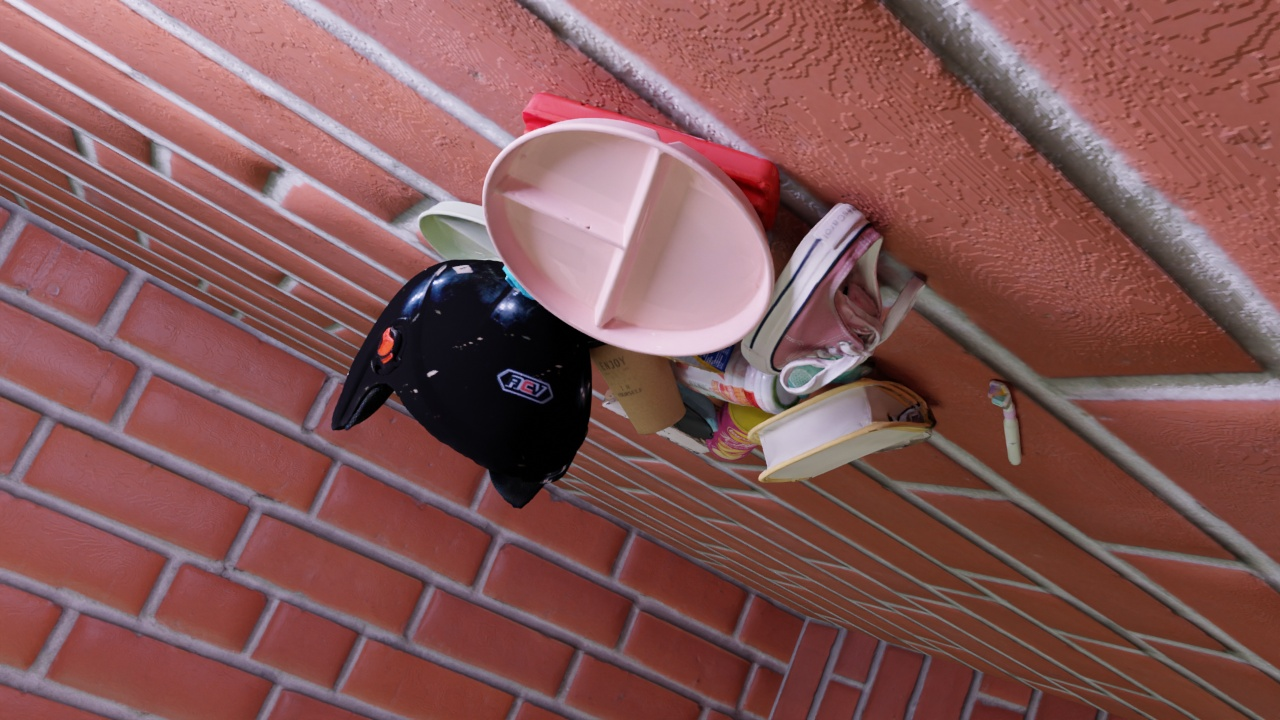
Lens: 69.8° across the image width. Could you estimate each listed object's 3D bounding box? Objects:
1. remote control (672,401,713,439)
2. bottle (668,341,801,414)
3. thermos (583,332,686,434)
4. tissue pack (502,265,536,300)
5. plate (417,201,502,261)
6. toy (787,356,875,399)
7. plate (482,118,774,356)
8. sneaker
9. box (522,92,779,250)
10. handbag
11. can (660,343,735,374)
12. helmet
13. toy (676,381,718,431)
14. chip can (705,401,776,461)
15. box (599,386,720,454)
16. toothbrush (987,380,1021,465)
[{"bbox_3d":[0.031,0.053,1.087,0.136,0.024,0.053,38,160,31],"label":"remote control"},{"bbox_3d":[0.088,0.009,1.011,0.197,0.068,0.068,14,162,47],"label":"bottle"},{"bbox_3d":[-0.006,0.006,1.006,0.093,0.092,0.143,0,118,57],"label":"thermos"},{"bbox_3d":[-0.049,-0.093,0.824,0.134,0.093,0.050,13,154,33],"label":"tissue pack"},{"bbox_3d":[-0.141,-0.110,1.032,0.230,0.027,0.230,23,165,6],"label":"plate"},{"bbox_3d":[0.179,0.003,0.896,0.092,0.030,0.096,-12,139,29],"label":"toy"},{"bbox_3d":[-0.009,-0.087,0.687,0.229,0.028,0.230,16,144,12],"label":"plate"},{"bbox_3d":[0.147,-0.031,0.721,0.088,0.118,0.241,43,162,11],"label":"sneaker"},{"bbox_3d":[0.006,-0.121,0.708,0.201,0.063,0.160,20,144,14],"label":"box"},{"bbox_3d":[0.221,0.075,0.958,0.178,0.063,0.164,9,151,-44],"label":"handbag"},{"bbox_3d":[0.030,-0.030,0.923,0.148,0.049,0.074,18,-171,-27],"label":"can"},{"bbox_3d":[-0.158,0.016,0.917,0.233,0.230,0.275,27,180,-30],"label":"helmet"},{"bbox_3d":[0.043,0.036,1.154,0.156,0.050,0.161,44,177,23],"label":"toy"},{"bbox_3d":[0.130,0.079,1.162,0.071,0.071,0.211,24,165,2],"label":"chip can"},{"bbox_3d":[0.029,0.067,1.300,0.184,0.063,0.090,30,163,-13],"label":"box"},{"bbox_3d":[0.353,0.066,0.879,0.020,0.029,0.189,-25,147,14],"label":"toothbrush"}]
